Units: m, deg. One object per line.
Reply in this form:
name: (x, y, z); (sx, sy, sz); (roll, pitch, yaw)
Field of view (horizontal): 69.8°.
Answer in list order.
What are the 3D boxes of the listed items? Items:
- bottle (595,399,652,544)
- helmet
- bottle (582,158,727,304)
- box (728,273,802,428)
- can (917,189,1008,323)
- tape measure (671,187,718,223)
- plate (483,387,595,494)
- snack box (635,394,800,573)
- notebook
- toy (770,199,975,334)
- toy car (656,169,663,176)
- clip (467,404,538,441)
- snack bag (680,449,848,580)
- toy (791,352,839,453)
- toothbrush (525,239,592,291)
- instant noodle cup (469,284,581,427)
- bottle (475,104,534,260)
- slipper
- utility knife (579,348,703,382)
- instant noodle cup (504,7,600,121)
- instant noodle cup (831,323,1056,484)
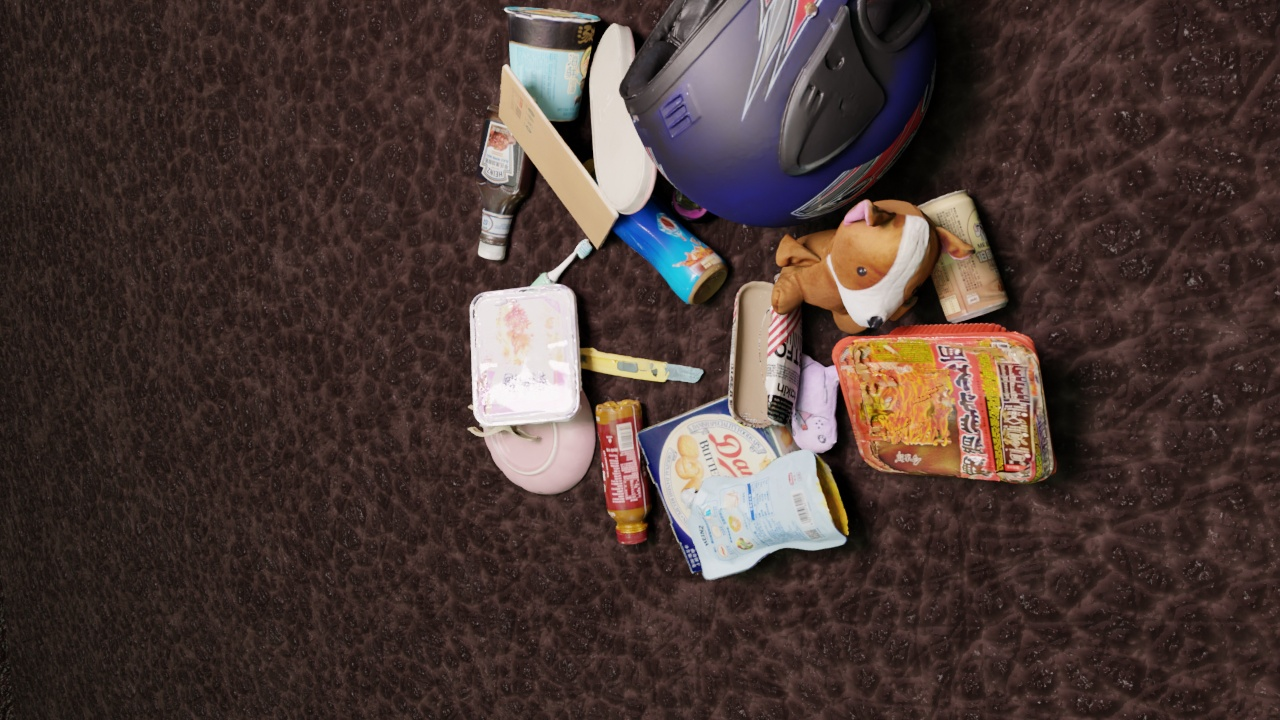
bottle: (-0.018, 0.138, 1.137); (0.058, 0.057, 0.175); (-2, 97, 35)
helmet: (0.149, -0.270, 0.838); (0.240, 0.247, 0.316); (34, 103, -22)
bottle: (0.007, -0.156, 1.061); (0.218, 0.065, 0.065); (46, 121, 19)
box: (0.130, -0.008, 0.984); (0.087, 0.076, 0.163); (-6, 76, 35)
can: (0.302, -0.098, 0.870); (0.059, 0.058, 0.116); (-21, 87, 36)
tape measure: (0.064, -0.183, 1.033); (0.058, 0.039, 0.057); (26, 112, 29)
plate: (-0.147, 0.090, 1.230); (0.193, 0.039, 0.192); (7, 102, 34)
snack box: (0.103, 0.136, 1.060); (0.183, 0.045, 0.178); (-26, 84, 36)
notebook: (-0.100, -0.231, 1.072); (0.207, 0.008, 0.148); (53, 167, -1)
toy: (0.207, -0.086, 0.865); (0.200, 0.140, 0.130); (145, 133, -62)
toy car: (0.030, -0.255, 1.040); (0.036, 0.043, 0.091); (42, 118, 61)
clip: (-0.181, 0.068, 1.206); (0.105, 0.034, 0.081); (-8, 95, 31)
snack bag: (0.127, 0.169, 0.999); (0.191, 0.038, 0.110); (-24, 91, 37)
toy: (0.190, 0.049, 0.984); (0.084, 0.038, 0.108); (20, 110, 51)
toothbrush: (-0.136, -0.086, 1.199); (0.225, 0.026, 0.027); (-42, 72, 32)
instant noodle cup: (-0.140, -0.003, 1.162); (0.138, 0.060, 0.173); (-5, 81, 7)
bottle: (-0.180, -0.229, 1.194); (0.080, 0.043, 0.195); (23, 112, 27)
slipper: (-0.009, -0.266, 1.009); (0.114, 0.054, 0.273); (-54, 36, 43)
utility knife: (-0.007, 0.007, 1.136); (0.199, 0.020, 0.031); (7, 107, 29)
instant noodle cup: (-0.108, -0.351, 1.092); (0.111, 0.111, 0.121); (21, 119, 30)
instant noodle cup: (0.289, 0.033, 0.868); (0.189, 0.078, 0.164); (0, 124, 34)
